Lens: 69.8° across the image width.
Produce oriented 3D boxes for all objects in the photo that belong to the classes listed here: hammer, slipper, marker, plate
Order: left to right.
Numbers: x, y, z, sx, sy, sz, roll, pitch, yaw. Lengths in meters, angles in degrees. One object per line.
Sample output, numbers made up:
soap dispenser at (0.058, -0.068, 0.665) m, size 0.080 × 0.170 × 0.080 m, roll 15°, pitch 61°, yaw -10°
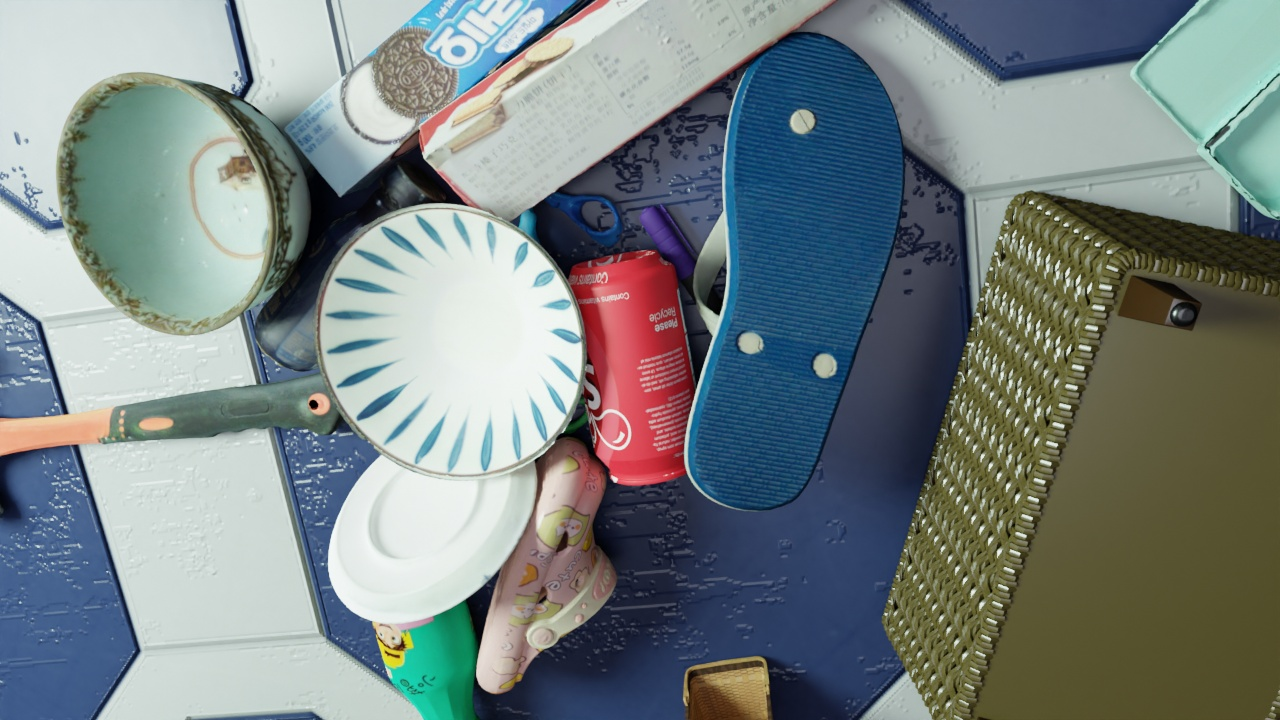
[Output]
hammer at (-0.374, 0.045, 0.682) m, size 0.333 × 0.033 × 0.133 m, roll -6°, pitch 103°, yaw 7°
plate at (-0.142, 0.099, 0.610) m, size 0.157 × 0.156 × 0.014 m, roll -19°, pitch 136°, yaw 11°
slipper at (-0.057, 0.152, 0.641) m, size 0.081 × 0.093 × 0.197 m, roll 18°, pitch 107°, yaw -9°
marker at (0.042, -0.046, 0.613) m, size 0.018 × 0.015 × 0.134 m, roll -35°, pitch 98°, yaw 1°
slipper at (0.092, -0.052, 0.579) m, size 0.118 × 0.060 × 0.295 m, roll 12°, pitch 92°, yaw -3°

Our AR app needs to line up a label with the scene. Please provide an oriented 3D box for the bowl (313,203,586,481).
bowl at (-0.114, -0.016, 0.599) m, size 0.177 × 0.070 × 0.177 m, roll 3°, pitch 106°, yaw 9°

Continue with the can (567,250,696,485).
can at (-0.004, 0.004, 0.600) m, size 0.074 × 0.074 × 0.142 m, roll -9°, pitch 103°, yaw 9°

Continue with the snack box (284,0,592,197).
snack box at (-0.117, -0.192, 0.573) m, size 0.227 × 0.059 × 0.059 m, roll -35°, pitch 101°, yaw 13°

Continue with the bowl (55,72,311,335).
bowl at (-0.275, -0.104, 0.591) m, size 0.160 × 0.093 × 0.160 m, roll 5°, pitch 107°, yaw 17°

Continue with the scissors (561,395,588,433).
scissors at (-0.093, 0.009, 0.645) m, size 0.130 × 0.014 × 0.070 m, roll 12°, pitch 103°, yaw 4°

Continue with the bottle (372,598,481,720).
bottle at (-0.154, 0.212, 0.675) m, size 0.068 × 0.068 × 0.210 m, roll -10°, pitch 103°, yaw 9°

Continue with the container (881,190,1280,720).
container at (0.277, 0.086, 0.518) m, size 0.176 × 0.204 × 0.321 m, roll 13°, pitch 105°, yaw 4°

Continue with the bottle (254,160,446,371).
bottle at (-0.194, -0.063, 0.616) m, size 0.056 × 0.056 × 0.161 m, roll 43°, pitch 105°, yaw -5°

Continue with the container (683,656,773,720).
container at (0.067, 0.274, 0.647) m, size 0.063 × 0.113 × 0.061 m, roll -12°, pitch 115°, yaw 10°

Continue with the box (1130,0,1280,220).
box at (0.395, -0.192, 0.524) m, size 0.136 × 0.033 × 0.187 m, roll 42°, pitch 105°, yaw -5°

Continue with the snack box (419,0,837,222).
snack box at (-0.001, -0.181, 0.544) m, size 0.273 × 0.044 × 0.076 m, roll -32°, pitch 137°, yaw 11°

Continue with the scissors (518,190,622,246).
scissors at (-0.063, -0.117, 0.611) m, size 0.104 × 0.015 × 0.133 m, roll -13°, pitch 98°, yaw 14°
